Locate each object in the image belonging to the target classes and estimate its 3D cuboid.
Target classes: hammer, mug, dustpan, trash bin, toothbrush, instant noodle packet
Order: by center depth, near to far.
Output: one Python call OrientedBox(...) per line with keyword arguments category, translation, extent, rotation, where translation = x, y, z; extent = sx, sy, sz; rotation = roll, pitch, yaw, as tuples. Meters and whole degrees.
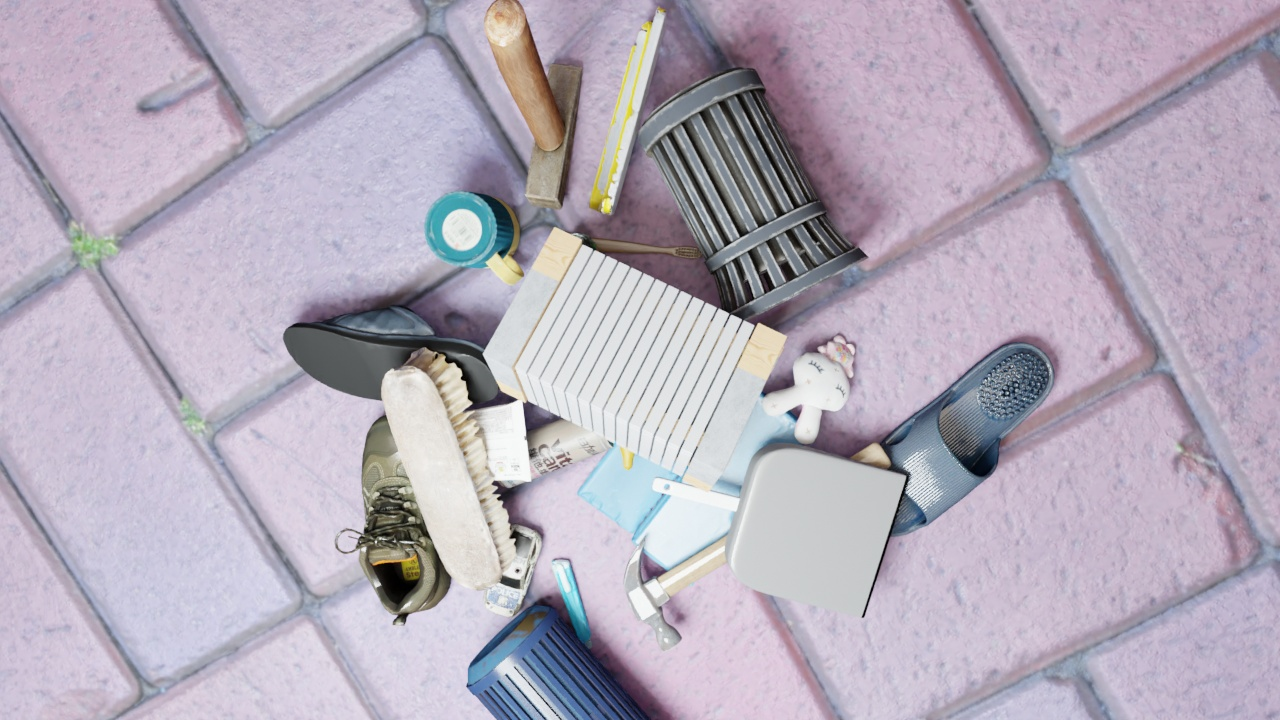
OrientedBox(category="hammer", translation=(-0.101, -0.262, 0.881), extent=(0.037, 0.301, 0.158), rotation=(9, 85, 4))
OrientedBox(category="trash bin", translation=(-0.005, 0.005, 0.919), extent=(0.247, 0.142, 0.142), rotation=(26, 76, 6))
OrientedBox(category="trash bin", translation=(0.107, -0.168, 0.946), extent=(0.164, 0.164, 0.227), rotation=(-27, 89, 7))
OrientedBox(category="dustpan", translation=(0.138, 0.166, 0.985), extent=(0.257, 0.033, 0.163), rotation=(15, 97, -5))
OrientedBox(category="mug", translation=(-0.171, -0.130, 0.998), extent=(0.083, 0.107, 0.113), rotation=(-40, 92, 6))
OrientedBox(category="hammer", translation=(0.127, 0.190, 1.009), extent=(0.331, 0.030, 0.119), rotation=(-33, 92, 10))
OrientedBox(category="instant noodle packet", translation=(-0.179, 0.093, 1.016), extent=(0.134, 0.026, 0.087), rotation=(-8, 88, 32))
OrientedBox(category="toothbrush", translation=(-0.013, -0.127, 1.030), extent=(0.167, 0.016, 0.016), rotation=(5, 99, 5))
OrientedBox(category="trash bin", translation=(-0.074, 0.404, 1.032), extent=(0.139, 0.139, 0.249), rotation=(-42, 89, 8))

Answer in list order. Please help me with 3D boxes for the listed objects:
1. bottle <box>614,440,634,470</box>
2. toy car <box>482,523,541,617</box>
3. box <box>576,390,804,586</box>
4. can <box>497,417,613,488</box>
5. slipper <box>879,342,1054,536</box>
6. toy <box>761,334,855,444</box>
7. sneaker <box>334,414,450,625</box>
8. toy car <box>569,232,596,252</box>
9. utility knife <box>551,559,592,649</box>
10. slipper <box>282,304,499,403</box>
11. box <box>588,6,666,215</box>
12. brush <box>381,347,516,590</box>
OrientedBox(category="bottle", translation=(-0.012, 0.048, 1.021), extent=(0.051, 0.051, 0.146), rotation=(1, 86, 5))
OrientedBox(category="toy car", translation=(-0.150, 0.247, 1.070), extent=(0.048, 0.040, 0.113), rotation=(18, 98, 4))
OrientedBox(category="box", translation=(0.058, 0.117, 1.044), extent=(0.174, 0.033, 0.232), rotation=(36, 98, 3))
OrientedBox(category="can", translation=(-0.102, 0.098, 1.042), extent=(0.136, 0.054, 0.054), rotation=(-21, 94, 7))
OrientedBox(category="slipper", translation=(0.342, 0.086, 0.988), extent=(0.101, 0.082, 0.264), rotation=(43, 97, 2))
OrientedBox(category="toy", translation=(0.195, 0.026, 1.005), extent=(0.076, 0.037, 0.125), rotation=(43, 79, -5))
OrientedBox(category="sneaker", translation=(-0.283, 0.184, 1.023), extent=(0.101, 0.143, 0.238), rotation=(-8, 95, 6))
OrientedBox(category="toy car", translation=(-0.079, -0.103, 1.030), extent=(0.039, 0.027, 0.090), rotation=(26, 112, 0))
OrientedBox(category="utility knife", translation=(-0.080, 0.289, 1.082), extent=(0.022, 0.015, 0.116), rotation=(-15, 97, 10))
OrientedBox(category="slipper", translation=(-0.271, -0.015, 1.040), extent=(0.266, 0.083, 0.109), rotation=(5, 137, 17))
OrientedBox(category="box", translation=(-0.013, -0.255, 0.961), extent=(0.034, 0.129, 0.210), rotation=(16, 97, -9))
OrientedBox(category="brush", translation=(-0.204, 0.122, 0.982), extent=(0.083, 0.056, 0.271), rotation=(-7, 109, 26))
